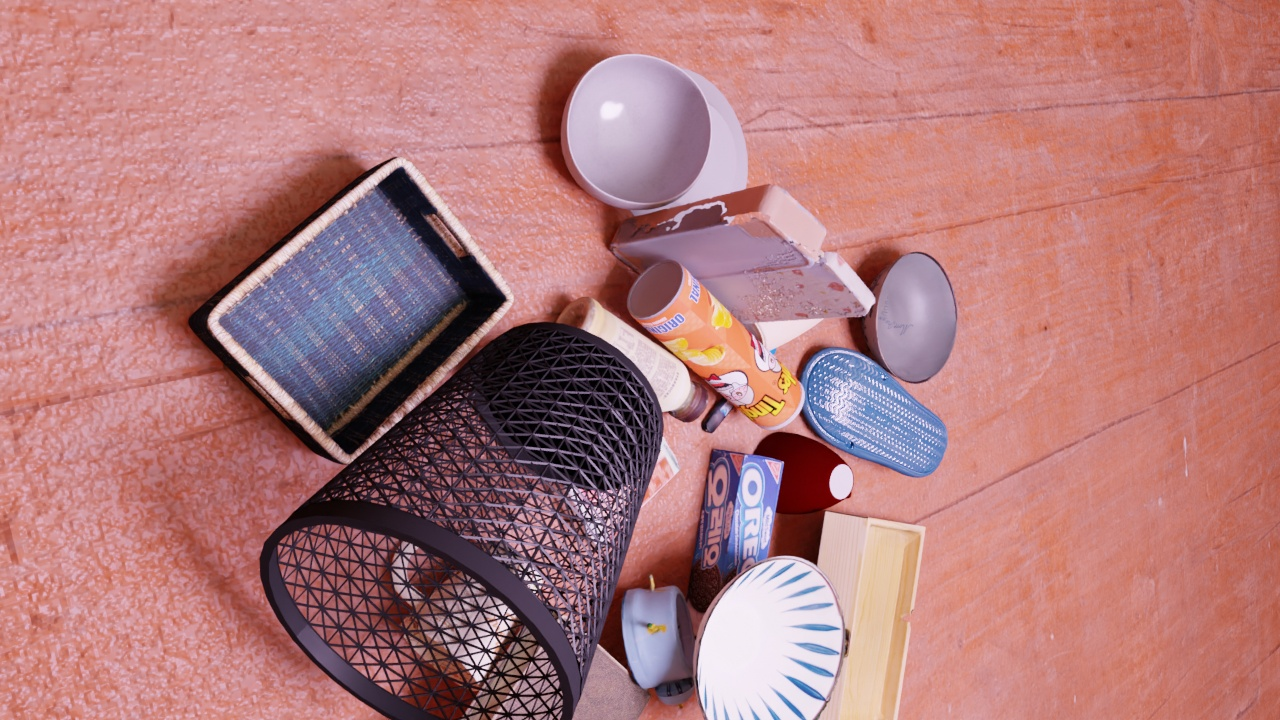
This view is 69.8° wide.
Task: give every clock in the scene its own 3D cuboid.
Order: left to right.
[{"bbox_3d":[0.022,0.261,0.845,0.088,0.052,0.124,-89,162,-56],"label":"clock"}]

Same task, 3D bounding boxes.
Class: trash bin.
[{"bbox_3d":[-0.099,0.106,0.654,0.217,0.217,0.242,58,37,-22],"label":"trash bin"}]

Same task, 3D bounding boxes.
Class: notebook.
[{"bbox_3d":[-0.084,0.319,0.757,0.189,0.034,0.215,-54,142,-21],"label":"notebook"}]

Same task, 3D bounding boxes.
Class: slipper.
[{"bbox_3d":[0.258,0.065,1.035,0.213,0.059,0.103,32,82,-20],"label":"slipper"}]

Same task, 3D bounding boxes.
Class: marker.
[{"bbox_3d":[0.101,0.027,0.944,0.122,0.015,0.018,-50,124,-22],"label":"marker"}]

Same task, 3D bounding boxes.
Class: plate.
[{"bbox_3d":[0.048,-0.200,0.895,0.172,0.019,0.173,-1,92,-36],"label":"plate"}]

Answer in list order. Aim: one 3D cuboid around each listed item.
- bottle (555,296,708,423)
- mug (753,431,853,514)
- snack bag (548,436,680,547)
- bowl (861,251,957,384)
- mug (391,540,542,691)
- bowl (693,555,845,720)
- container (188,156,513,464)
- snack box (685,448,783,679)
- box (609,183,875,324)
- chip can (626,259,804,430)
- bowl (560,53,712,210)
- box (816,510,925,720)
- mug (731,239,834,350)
[{"bbox_3d":[-0.005,0.005,0.838,0.162,0.057,0.056,34,71,-32],"label":"bottle"},{"bbox_3d":[0.185,0.126,0.961,0.114,0.089,0.087,27,75,-34],"label":"mug"},{"bbox_3d":[-0.023,0.106,0.840,0.115,0.036,0.077,-41,115,-29],"label":"snack bag"},{"bbox_3d":[0.300,-0.049,1.061,0.150,0.057,0.150,-1,92,-36],"label":"bowl"},{"bbox_3d":[-0.146,0.187,0.740,0.122,0.081,0.097,41,57,-2],"label":"mug"},{"bbox_3d":[0.102,0.261,0.844,0.177,0.071,0.177,-2,93,-34],"label":"bowl"},{"bbox_3d":[-0.208,-0.037,0.678,0.187,0.071,0.145,-49,117,-25],"label":"container"},{"bbox_3d":[0.088,0.204,0.912,0.059,0.060,0.226,16,82,-32],"label":"snack box"},{"bbox_3d":[0.085,-0.084,0.803,0.148,0.217,0.042,31,72,-32],"label":"box"},{"bbox_3d":[0.075,-0.010,0.861,0.210,0.062,0.062,40,68,-38],"label":"chip can"},{"bbox_3d":[-0.007,-0.199,0.817,0.131,0.064,0.132,0,92,-13],"label":"bowl"},{"bbox_3d":[0.234,0.295,1.009,0.260,0.097,0.247,18,81,-51],"label":"box"},{"bbox_3d":[0.139,-0.069,0.918,0.104,0.085,0.112,-37,147,-19],"label":"mug"}]
